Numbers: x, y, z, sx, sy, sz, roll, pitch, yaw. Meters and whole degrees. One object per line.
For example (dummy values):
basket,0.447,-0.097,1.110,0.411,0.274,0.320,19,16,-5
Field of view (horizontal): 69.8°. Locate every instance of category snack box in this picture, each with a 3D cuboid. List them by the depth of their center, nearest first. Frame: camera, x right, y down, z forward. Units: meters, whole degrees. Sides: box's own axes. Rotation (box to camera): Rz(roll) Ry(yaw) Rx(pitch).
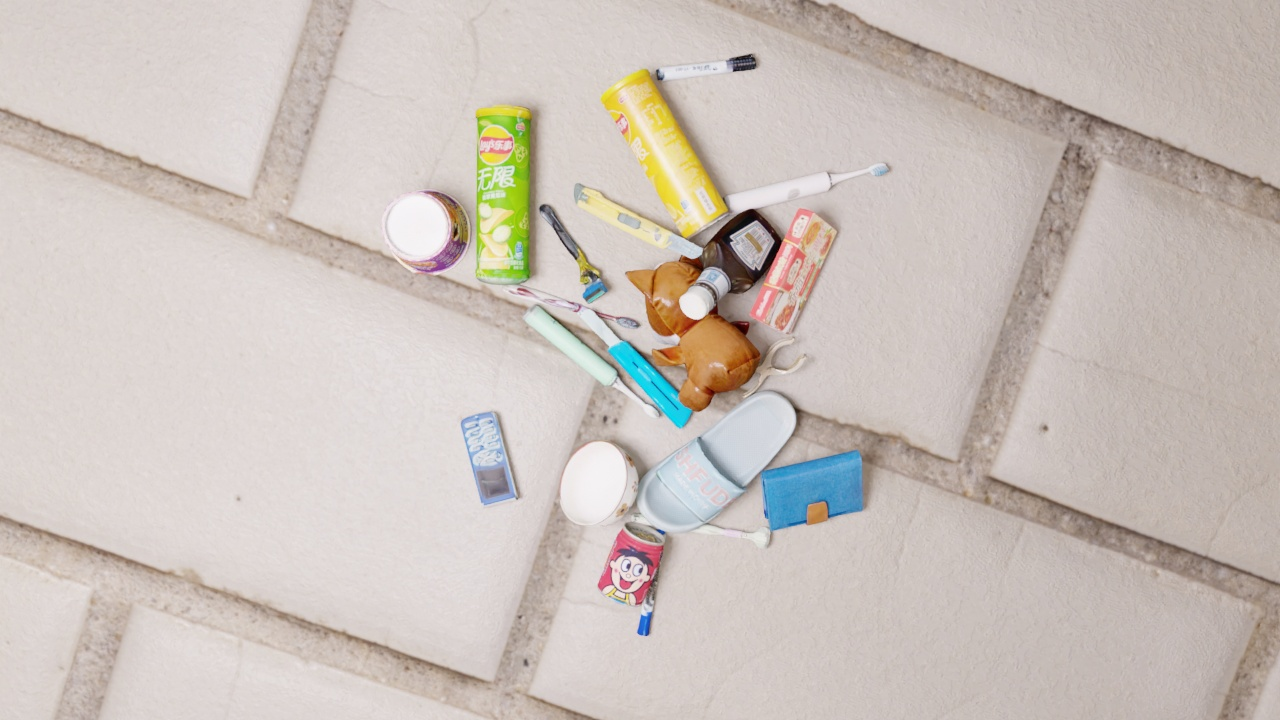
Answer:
snack box,0.199,-0.114,1.191,0.025,0.075,0.153,26,93,37

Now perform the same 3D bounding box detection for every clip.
clip,0.165,-0.003,1.218,0.104,0.034,0.081,-19,98,7

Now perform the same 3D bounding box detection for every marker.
marker,0.085,-0.381,1.193,0.130,0.018,0.022,-7,86,-3
marker,0.015,0.300,1.239,0.017,0.017,0.146,10,94,-3

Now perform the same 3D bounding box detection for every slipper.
slipper,0.106,0.135,1.201,0.245,0.074,0.104,-41,94,-3

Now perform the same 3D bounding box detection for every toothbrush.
toothbrush,0.217,-0.229,1.206,0.221,0.027,0.026,-14,53,-2
toothbrush,-0.092,-0.071,1.207,0.187,0.017,0.016,16,97,-4
toothbrush,-0.062,0.004,1.209,0.224,0.027,0.026,39,105,-4
toothbrush,0.080,0.226,1.237,0.189,0.020,0.029,9,87,-2

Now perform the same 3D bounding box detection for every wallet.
wallet,0.227,0.173,1.210,0.133,0.040,0.106,-12,129,0

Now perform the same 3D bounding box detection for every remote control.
remote control,-0.200,0.131,1.213,0.049,0.024,0.125,-13,93,-2

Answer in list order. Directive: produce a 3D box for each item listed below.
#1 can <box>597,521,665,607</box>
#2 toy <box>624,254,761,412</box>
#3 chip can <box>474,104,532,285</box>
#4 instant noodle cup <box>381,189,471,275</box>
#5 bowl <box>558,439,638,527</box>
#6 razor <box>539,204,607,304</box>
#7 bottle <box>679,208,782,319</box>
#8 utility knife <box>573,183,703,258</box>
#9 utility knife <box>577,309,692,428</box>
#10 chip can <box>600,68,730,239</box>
can,-0.011,0.267,1.207,0.066,0.066,0.094,21,99,-4
toy,0.065,-0.043,1.171,0.139,0.131,0.199,-26,85,-43
chip can,-0.174,-0.207,1.166,0.072,0.072,0.221,1,95,-3
instant noodle cup,-0.273,-0.165,1.152,0.111,0.099,0.111,0,94,-4
bowl,-0.044,0.164,1.194,0.062,0.113,0.113,27,93,-46
razor,-0.090,-0.144,1.201,0.043,0.022,0.142,-31,92,44
bottle,0.109,-0.116,1.142,0.080,0.044,0.194,47,48,-6
utility knife,-0.005,-0.177,1.185,0.195,0.020,0.031,27,105,7
utility knife,-0.007,0.007,1.211,0.034,0.018,0.207,-44,98,3
chip can,0.033,-0.262,1.172,0.072,0.072,0.213,-32,95,0
